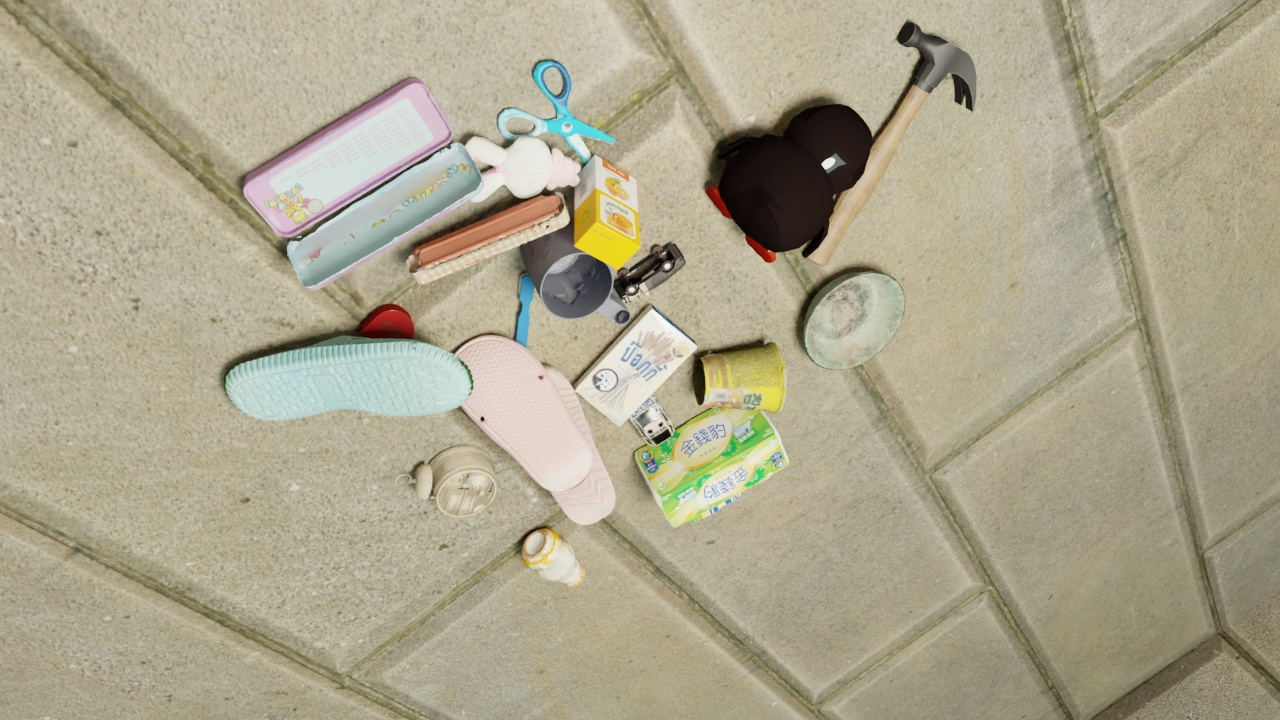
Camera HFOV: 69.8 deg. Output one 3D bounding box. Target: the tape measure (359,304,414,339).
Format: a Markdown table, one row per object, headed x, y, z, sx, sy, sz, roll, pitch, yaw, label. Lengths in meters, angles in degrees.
| x | y | z | sx | sy | sz | roll | pitch | yaw | label |
| --- | --- | --- | --- | --- | --- | --- | --- | --- | --- |
| -0.285 | -0.036 | 1.054 | 0.051 | 0.019 | 0.059 | -42 | 130 | 4 | tape measure |

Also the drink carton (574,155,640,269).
| x | y | z | sx | sy | sz | roll | pitch | yaw | label |
| --- | --- | --- | --- | --- | --- | --- | --- | --- | --- |
| -0.037 | -0.165 | 1.003 | 0.058 | 0.122 | 0.040 | 26 | 131 | -29 | drink carton |

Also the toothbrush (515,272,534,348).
| x | y | z | sx | sy | sz | roll | pitch | yaw | label |
| --- | --- | --- | --- | --- | --- | --- | --- | --- | --- |
| -0.146 | -0.035 | 1.123 | 0.016 | 0.014 | 0.167 | -4 | 129 | -21 | toothbrush |

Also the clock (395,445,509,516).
| x | y | z | sx | sy | sz | roll | pitch | yaw | label |
| --- | --- | --- | --- | --- | --- | --- | --- | --- | --- |
| -0.247 | 0.161 | 1.190 | 0.140 | 0.054 | 0.093 | 7 | 121 | -30 | clock |

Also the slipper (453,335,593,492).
| x | y | z | sx | sy | sz | roll | pitch | yaw | label |
| --- | --- | --- | --- | --- | --- | --- | --- | --- | --- |
| -0.140 | 0.063 | 1.117 | 0.107 | 0.055 | 0.221 | -38 | 97 | 0 | slipper |

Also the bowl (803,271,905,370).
| x | y | z | sx | sy | sz | roll | pitch | yaw | label |
| --- | --- | --- | --- | --- | --- | --- | --- | --- | --- |
| 0.289 | -0.062 | 1.275 | 0.157 | 0.038 | 0.158 | -12 | 127 | -16 | bowl |

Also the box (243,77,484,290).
| x | y | z | sx | sy | sz | roll | pitch | yaw | label |
| --- | --- | --- | --- | --- | --- | --- | --- | --- | --- |
| -0.277 | -0.175 | 0.929 | 0.214 | 0.062 | 0.140 | -31 | 96 | -1 | box |

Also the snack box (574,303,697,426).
| x | y | z | sx | sy | sz | roll | pitch | yaw | label |
| --- | --- | --- | --- | --- | --- | --- | --- | --- | --- |
| -0.007 | 0.007 | 1.187 | 0.082 | 0.026 | 0.150 | 40 | 102 | -18 | snack box |

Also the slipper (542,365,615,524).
| x | y | z | sx | sy | sz | roll | pitch | yaw | label |
| --- | --- | --- | --- | --- | --- | --- | --- | --- | --- |
| -0.106 | 0.110 | 1.209 | 0.094 | 0.064 | 0.239 | -25 | 115 | -4 | slipper |

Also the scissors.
| x | y | z | sx | sy | sz | roll | pitch | yaw | label |
| --- | --- | --- | --- | --- | --- | --- | --- | --- | --- |
| -0.078 | -0.265 | 0.985 | 0.140 | 0.013 | 0.113 | 12 | 120 | -28 | scissors |

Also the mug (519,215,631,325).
| x | y | z | sx | sy | sz | roll | pitch | yaw | label |
| --- | --- | --- | --- | --- | --- | --- | --- | --- | --- |
| -0.072 | -0.099 | 1.047 | 0.124 | 0.104 | 0.084 | 31 | 107 | -37 | mug |

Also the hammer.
| x | y | z | sx | sy | sz | roll | pitch | yaw | label |
| --- | --- | --- | --- | --- | --- | --- | --- | --- | --- |
| 0.301 | -0.252 | 1.148 | 0.132 | 0.040 | 0.306 | 16 | 117 | -28 | hammer |

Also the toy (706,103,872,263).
| x | y | z | sx | sy | sz | roll | pitch | yaw | label |
| --- | --- | --- | --- | --- | --- | --- | --- | --- | --- |
| 0.189 | -0.220 | 1.054 | 0.184 | 0.140 | 0.159 | -42 | 93 | -5 | toy |

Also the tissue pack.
| x | y | z | sx | sy | sz | roll | pitch | yaw | label |
| --- | --- | --- | --- | --- | --- | --- | --- | --- | --- |
| 0.110 | 0.160 | 1.314 | 0.198 | 0.120 | 0.141 | -25 | 131 | 3 | tissue pack |

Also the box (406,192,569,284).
| x | y | z | sx | sy | sz | roll | pitch | yaw | label |
| --- | --- | --- | --- | --- | --- | --- | --- | --- | --- |
| -0.164 | -0.129 | 0.998 | 0.187 | 0.076 | 0.054 | -22 | 90 | 3 | box |

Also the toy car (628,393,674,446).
| x | y | z | sx | sy | sz | roll | pitch | yaw | label |
| --- | --- | --- | --- | --- | --- | --- | --- | --- | --- |
| 0.010 | 0.077 | 1.252 | 0.048 | 0.040 | 0.113 | -34 | 129 | 0 | toy car |

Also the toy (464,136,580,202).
| x | y | z | sx | sy | sz | roll | pitch | yaw | label |
| --- | --- | --- | --- | --- | --- | --- | --- | --- | --- |
| -0.126 | -0.207 | 0.987 | 0.125 | 0.037 | 0.076 | -5 | 131 | -17 | toy |

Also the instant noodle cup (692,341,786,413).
| x | y | z | sx | sy | sz | roll | pitch | yaw | label |
| --- | --- | --- | --- | --- | --- | --- | --- | --- | --- |
| 0.132 | 0.026 | 1.239 | 0.108 | 0.102 | 0.102 | -3 | 125 | -11 | instant noodle cup |

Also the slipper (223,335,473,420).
| x | y | z | sx | sy | sz | roll | pitch | yaw | label |
| --- | --- | --- | --- | --- | --- | --- | --- | --- | --- |
| -0.327 | 0.014 | 1.037 | 0.276 | 0.069 | 0.116 | -5 | 136 | 1 | slipper |

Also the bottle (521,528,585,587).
| x | y | z | sx | sy | sz | roll | pitch | yaw | label |
| --- | --- | --- | --- | --- | --- | --- | --- | --- | --- |
| -0.123 | 0.290 | 1.333 | 0.063 | 0.063 | 0.109 | -37 | 131 | 4 | bottle |

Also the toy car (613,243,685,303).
| x | y | z | sx | sy | sz | roll | pitch | yaw | label |
| --- | --- | --- | --- | --- | --- | --- | --- | --- | --- |
| 0.012 | -0.105 | 1.119 | 0.092 | 0.040 | 0.037 | -33 | 133 | 5 | toy car |
